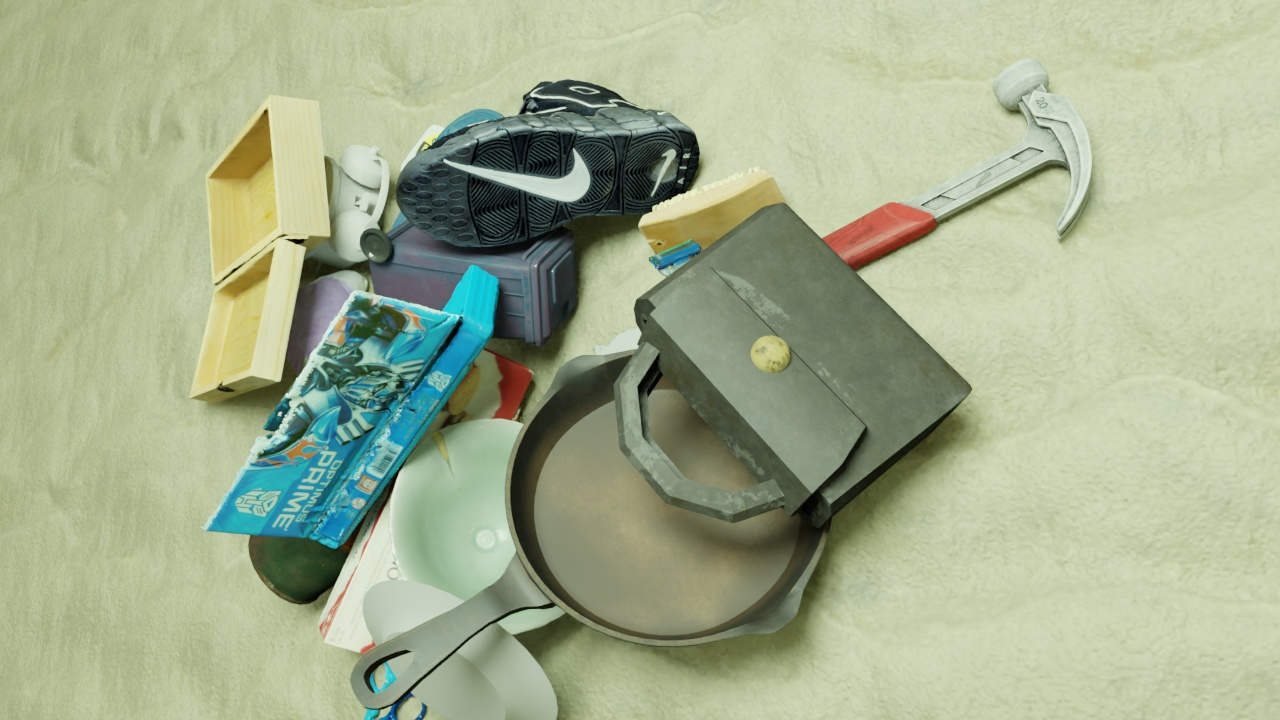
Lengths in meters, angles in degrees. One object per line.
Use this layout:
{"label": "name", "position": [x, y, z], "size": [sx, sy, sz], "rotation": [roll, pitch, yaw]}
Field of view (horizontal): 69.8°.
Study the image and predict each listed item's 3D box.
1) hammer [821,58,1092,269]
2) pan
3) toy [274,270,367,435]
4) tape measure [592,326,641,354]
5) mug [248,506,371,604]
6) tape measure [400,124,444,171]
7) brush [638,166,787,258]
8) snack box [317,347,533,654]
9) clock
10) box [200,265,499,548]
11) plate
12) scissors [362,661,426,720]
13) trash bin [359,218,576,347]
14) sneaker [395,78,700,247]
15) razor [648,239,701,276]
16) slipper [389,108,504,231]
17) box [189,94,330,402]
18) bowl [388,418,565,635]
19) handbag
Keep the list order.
{"label": "hammer", "position": [0.177, -0.093, 0.691], "size": [0.316, 0.036, 0.126], "rotation": [-27, 68, 18]}
{"label": "pan", "position": [-0.033, 0.128, 0.637], "size": [0.355, 0.043, 0.248], "rotation": [-32, 62, -18]}
{"label": "toy", "position": [-0.290, 0.012, 0.862], "size": [0.138, 0.085, 0.209], "rotation": [-33, 59, 13]}
{"label": "tape measure", "position": [-0.004, 0.004, 0.757], "size": [0.062, 0.020, 0.060], "rotation": [-26, 66, 17]}
{"label": "mug", "position": [-0.289, 0.151, 0.826], "size": [0.081, 0.085, 0.111], "rotation": [-36, 35, 11]}
{"label": "tape measure", "position": [-0.202, -0.198, 0.914], "size": [0.064, 0.016, 0.065], "rotation": [36, 93, 29]}
{"label": "brush", "position": [0.060, -0.120, 0.747], "size": [0.117, 0.049, 0.039], "rotation": [-17, 46, 22]}
{"label": "snack box", "position": [-0.180, 0.117, 0.777], "size": [0.044, 0.076, 0.273], "rotation": [16, 81, 64]}
{"label": "clock", "position": [-0.294, -0.149, 0.896], "size": [0.160, 0.061, 0.119], "rotation": [-15, 66, 45]}
{"label": "box", "position": [-0.199, 0.047, 0.692], "size": [0.075, 0.166, 0.244], "rotation": [43, 112, 9]}
{"label": "plate", "position": [-0.143, 0.234, 0.689], "size": [0.173, 0.173, 0.019], "rotation": [5, 37, 27]}
{"label": "scissors", "position": [-0.231, 0.321, 0.782], "size": [0.073, 0.016, 0.134], "rotation": [31, 92, 27]}
{"label": "trash bin", "position": [-0.139, -0.076, 0.777], "size": [0.161, 0.093, 0.092], "rotation": [9, 121, 15]}
{"label": "sneaker", "position": [-0.090, -0.181, 0.761], "size": [0.150, 0.252, 0.097], "rotation": [52, 146, 43]}
{"label": "razor", "position": [0.058, -0.036, 0.708], "size": [0.043, 0.018, 0.141], "rotation": [-24, 61, -17]}
{"label": "slipper", "position": [-0.174, -0.132, 0.860], "size": [0.104, 0.059, 0.214], "rotation": [46, 112, 21]}
{"label": "box", "position": [-0.372, -0.093, 0.876], "size": [0.248, 0.076, 0.257], "rotation": [-11, 70, 54]}
{"label": "bowl", "position": [-0.119, 0.138, 0.743], "size": [0.174, 0.068, 0.174], "rotation": [7, 63, -14]}
{"label": "handbag", "position": [0.076, 0.014, 0.610], "size": [0.199, 0.102, 0.197], "rotation": [-38, 73, -14]}
